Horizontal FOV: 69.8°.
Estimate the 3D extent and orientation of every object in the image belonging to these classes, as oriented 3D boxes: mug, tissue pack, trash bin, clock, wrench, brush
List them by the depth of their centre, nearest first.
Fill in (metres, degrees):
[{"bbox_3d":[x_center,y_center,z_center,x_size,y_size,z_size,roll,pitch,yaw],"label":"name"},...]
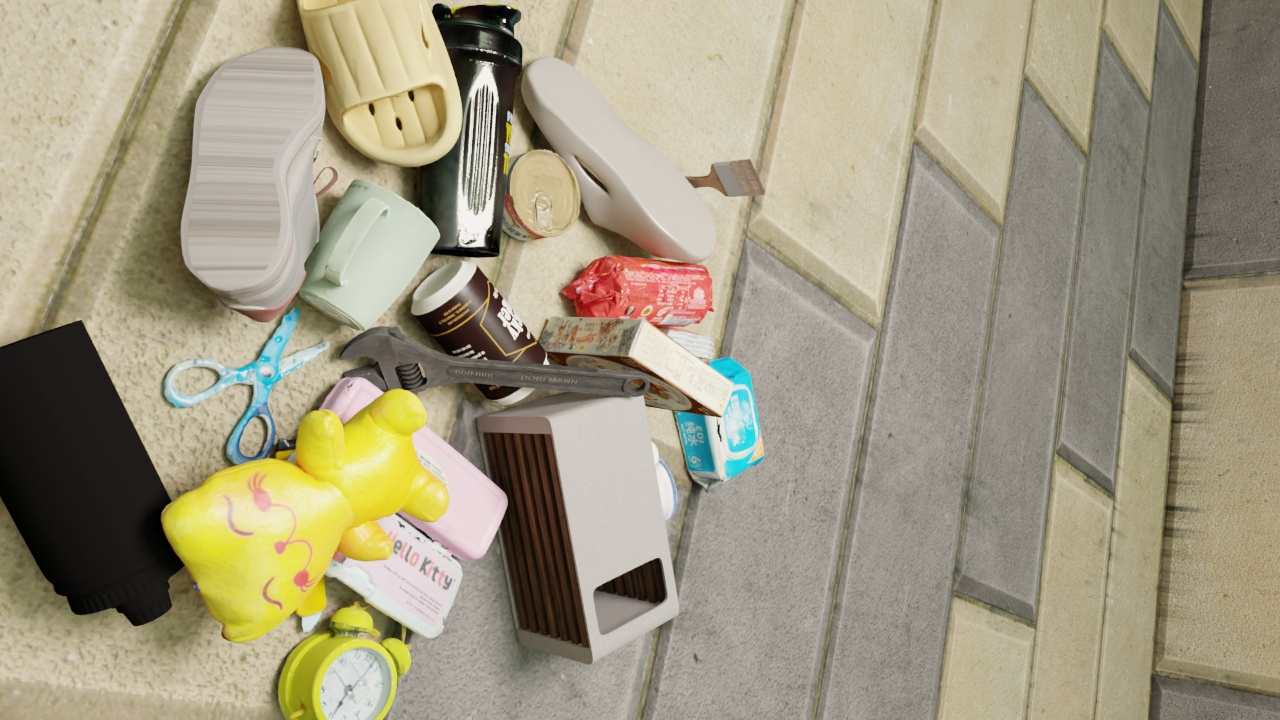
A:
[{"bbox_3d":[-0.226,-0.086,0.742,0.084,0.111,0.104,30,75,-4],"label":"mug"},{"bbox_3d":[-0.238,0.253,0.749,0.083,0.057,0.118,52,48,-26],"label":"clock"},{"bbox_3d":[-0.123,0.011,0.810,0.273,0.018,0.073,5,125,-16],"label":"wrench"},{"bbox_3d":[-0.059,0.152,0.884,0.114,0.115,0.229,-15,99,-43],"label":"trash bin"},{"bbox_3d":[-0.010,0.120,0.953,0.051,0.089,0.125,-21,103,-36],"label":"clock"},{"bbox_3d":[0.068,-0.196,1.004,0.008,0.143,0.045,-56,132,-29],"label":"brush"},{"bbox_3d":[0.019,-0.022,1.028,0.172,0.030,0.041,9,82,-43],"label":"brush"},{"bbox_3d":[0.093,0.073,1.071,0.092,0.062,0.144,-22,103,-42],"label":"tissue pack"}]

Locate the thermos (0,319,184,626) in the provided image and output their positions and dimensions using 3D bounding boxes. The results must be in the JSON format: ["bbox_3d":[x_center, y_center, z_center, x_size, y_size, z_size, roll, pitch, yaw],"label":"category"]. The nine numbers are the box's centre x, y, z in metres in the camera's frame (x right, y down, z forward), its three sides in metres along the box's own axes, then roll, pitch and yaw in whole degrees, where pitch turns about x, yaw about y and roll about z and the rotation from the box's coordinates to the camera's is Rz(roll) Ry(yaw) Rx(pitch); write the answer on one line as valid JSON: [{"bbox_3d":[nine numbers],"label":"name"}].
[{"bbox_3d":[-0.371,0.081,0.608,0.085,0.086,0.199,-31,109,-40],"label":"thermos"}]

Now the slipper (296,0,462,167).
[{"bbox_3d":[-0.231,-0.285,0.741,0.079,0.111,0.261,-62,134,-83],"label":"slipper"}]

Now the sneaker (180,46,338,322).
[{"bbox_3d":[-0.289,-0.134,0.710,0.099,0.090,0.235,4,62,-8],"label":"sneaker"}]

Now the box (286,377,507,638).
[{"bbox_3d":[-0.210,0.126,0.779,0.201,0.037,0.152,46,48,-32],"label":"box"}]

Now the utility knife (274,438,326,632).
[{"bbox_3d":[-0.276,0.141,0.744,0.030,0.017,0.159,-7,90,-39],"label":"utility knife"}]

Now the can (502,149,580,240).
[{"bbox_3d":[-0.105,-0.162,0.906,0.086,0.043,0.086,3,86,-43],"label":"can"}]

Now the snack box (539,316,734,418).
[{"bbox_3d":[-0.005,0.005,0.921,0.143,0.147,0.041,33,72,-39],"label":"snack box"}]

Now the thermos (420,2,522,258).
[{"bbox_3d":[-0.159,-0.206,0.828,0.098,0.098,0.221,2,92,-44],"label":"thermos"}]

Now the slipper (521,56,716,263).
[{"bbox_3d":[-0.035,-0.194,0.964,0.266,0.081,0.112,42,38,-18],"label":"slipper"}]

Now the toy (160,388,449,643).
[{"bbox_3d":[-0.242,0.099,0.669,0.193,0.087,0.134,-36,127,-34],"label":"toy"}]

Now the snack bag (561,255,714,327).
[{"bbox_3d":[0.006,-0.074,0.982,0.176,0.082,0.082,-2,89,-45],"label":"snack bag"}]

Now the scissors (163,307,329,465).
[{"bbox_3d":[-0.299,0.024,0.733,0.139,0.013,0.118,-33,109,-42],"label":"scissors"}]

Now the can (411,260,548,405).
[{"bbox_3d":[-0.146,-0.025,0.840,0.128,0.072,0.071,53,55,-28],"label":"can"}]
